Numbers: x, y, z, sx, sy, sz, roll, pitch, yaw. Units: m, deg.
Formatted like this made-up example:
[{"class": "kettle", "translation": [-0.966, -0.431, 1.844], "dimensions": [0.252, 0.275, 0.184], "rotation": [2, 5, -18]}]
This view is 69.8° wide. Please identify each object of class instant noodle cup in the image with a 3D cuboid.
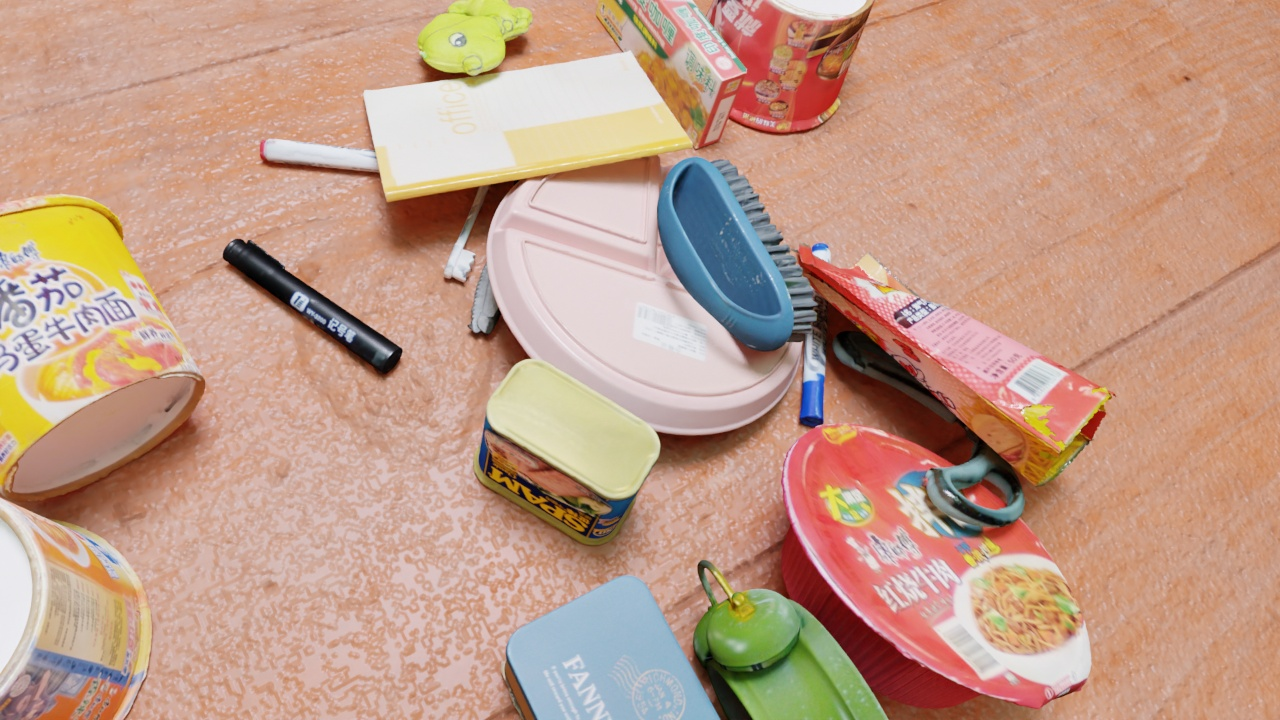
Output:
[{"class": "instant noodle cup", "translation": [-0.310, 0.000, 0.483], "dimensions": [0.137, 0.138, 0.110], "rotation": [-37, 84, -26]}, {"class": "instant noodle cup", "translation": [-0.320, 0.129, 0.420], "dimensions": [0.151, 0.112, 0.151], "rotation": [5, 62, -10]}, {"class": "instant noodle cup", "translation": [0.153, 0.125, 0.526], "dimensions": [0.193, 0.066, 0.193], "rotation": [21, 32, -14]}, {"class": "instant noodle cup", "translation": [0.113, -0.268, 0.723], "dimensions": [0.138, 0.109, 0.137], "rotation": [5, 62, -10]}]

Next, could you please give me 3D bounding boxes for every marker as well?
[{"class": "marker", "translation": [0.125, -0.022, 0.652], "dimensions": [0.017, 0.017, 0.145], "rotation": [12, 61, -6]}, {"class": "marker", "translation": [-0.208, -0.036, 0.584], "dimensions": [0.132, 0.020, 0.022], "rotation": [34, 32, 7]}, {"class": "marker", "translation": [-0.189, -0.140, 0.642], "dimensions": [0.145, 0.017, 0.017], "rotation": [4, 62, -11]}]

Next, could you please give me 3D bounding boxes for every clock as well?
[{"class": "clock", "translation": [0.076, 0.176, 0.485], "dimensions": [0.056, 0.116, 0.161], "rotation": [-27, 75, -13]}]

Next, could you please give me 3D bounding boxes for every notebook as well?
[{"class": "notebook", "translation": [-0.084, -0.169, 0.645], "dimensions": [0.206, 0.010, 0.145], "rotation": [-12, 45, -12]}]

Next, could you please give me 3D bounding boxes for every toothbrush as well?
[{"class": "toothbrush", "translation": [-0.105, -0.131, 0.657], "dimensions": [0.016, 0.016, 0.179], "rotation": [21, 61, -11]}]

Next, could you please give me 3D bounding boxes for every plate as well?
[{"class": "plate", "translation": [0.013, -0.057, 0.610], "dimensions": [0.229, 0.028, 0.229], "rotation": [13, 54, -19]}]

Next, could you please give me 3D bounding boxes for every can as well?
[{"class": "can", "translation": [-0.045, 0.054, 0.536], "dimensions": [0.102, 0.083, 0.057], "rotation": [30, 61, 4]}]

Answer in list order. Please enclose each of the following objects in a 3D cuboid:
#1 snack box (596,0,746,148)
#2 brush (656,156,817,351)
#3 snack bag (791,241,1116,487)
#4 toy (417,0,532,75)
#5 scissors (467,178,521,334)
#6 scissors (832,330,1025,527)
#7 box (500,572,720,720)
[{"class": "snack box", "translation": [0.020, -0.248, 0.710], "dimensions": [0.027, 0.077, 0.155], "rotation": [-26, 71, -23]}, {"class": "brush", "translation": [0.052, -0.069, 0.582], "dimensions": [0.073, 0.055, 0.143], "rotation": [-11, 65, -34]}, {"class": "snack bag", "translation": [0.198, -0.010, 0.602], "dimensions": [0.208, 0.073, 0.128], "rotation": [42, 26, 27]}, {"class": "toy", "translation": [-0.129, -0.248, 0.698], "dimensions": [0.100, 0.031, 0.097], "rotation": [-33, 54, -26]}, {"class": "scissors", "translation": [-0.062, -0.103, 0.652], "dimensions": [0.182, 0.015, 0.209], "rotation": [-11, 67, -19]}, {"class": "scissors", "translation": [0.190, 0.040, 0.599], "dimensions": [0.170, 0.019, 0.174], "rotation": [36, 32, 14]}, {"class": "box", "translation": [-0.005, 0.203, 0.482], "dimensions": [0.089, 0.064, 0.184], "rotation": [-25, 73, -24]}]
